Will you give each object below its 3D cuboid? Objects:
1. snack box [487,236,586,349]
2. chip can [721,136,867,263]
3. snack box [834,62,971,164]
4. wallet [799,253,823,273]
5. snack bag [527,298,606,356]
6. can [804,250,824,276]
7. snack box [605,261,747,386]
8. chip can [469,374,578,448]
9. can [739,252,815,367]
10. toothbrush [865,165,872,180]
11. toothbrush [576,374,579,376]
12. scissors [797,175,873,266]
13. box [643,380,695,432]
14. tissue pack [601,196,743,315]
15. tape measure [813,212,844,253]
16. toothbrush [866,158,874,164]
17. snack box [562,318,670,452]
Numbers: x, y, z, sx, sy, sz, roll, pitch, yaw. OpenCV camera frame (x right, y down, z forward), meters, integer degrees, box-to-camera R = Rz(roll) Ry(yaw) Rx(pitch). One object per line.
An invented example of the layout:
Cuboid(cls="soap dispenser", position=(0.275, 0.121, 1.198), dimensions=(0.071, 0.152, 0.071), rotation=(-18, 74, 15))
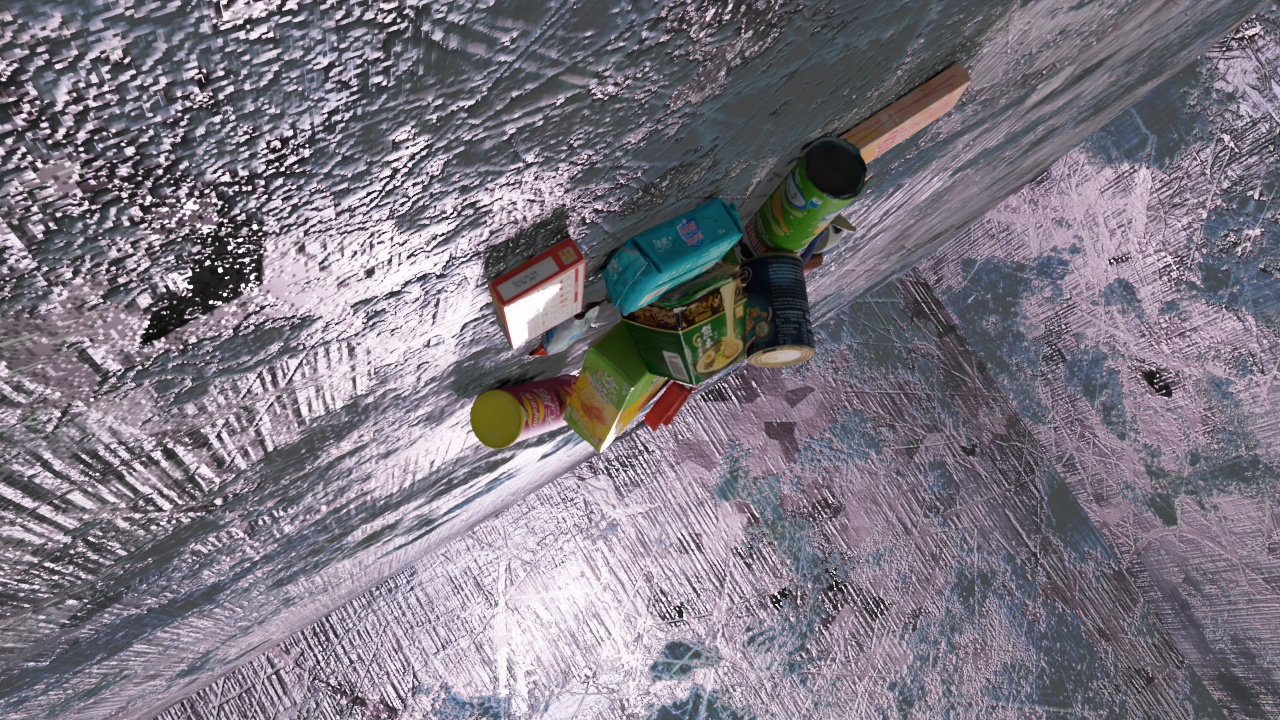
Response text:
Cuboid(cls="snack box", position=(-0.087, -0.054, 0.793), dimensions=(0.077, 0.027, 0.156), rotation=(-30, 172, -10))
Cuboid(cls="chip can", position=(0.161, -0.153, 1.003), dimensions=(0.072, 0.072, 0.237), rotation=(-29, 171, -23))
Cuboid(cls="snack box", position=(0.270, -0.251, 0.979), dimensions=(0.157, 0.026, 0.084), rotation=(-33, 173, 2))
Cuboid(cls="wallet", position=(0.162, -0.112, 1.191), dimensions=(0.125, 0.032, 0.101), rotation=(-18, 173, 38))
Cuboid(cls="snack bag", position=(-0.078, -0.033, 0.971), dimensions=(0.048, 0.026, 0.104), rotation=(-34, 175, -45))
Cuboid(cls="can", position=(0.208, -0.144, 1.269), dimensions=(0.066, 0.066, 0.094), rotation=(-29, 172, -21))
Cuboid(cls="snack box", position=(0.049, -0.037, 0.974), dimensions=(0.117, 0.106, 0.118), rotation=(-27, -156, -30))
Cuboid(cls="chip can", position=(-0.136, 0.061, 1.180), dimensions=(0.071, 0.071, 0.210), rotation=(-35, 173, 19))
Cuboid(cls="can", position=(0.148, -0.053, 1.005), dimensions=(0.075, 0.111, 0.075), rotation=(-5, 162, -2))
Cuboid(cls="toothbrush", position=(0.281, -0.227, 1.238), dimensions=(0.016, 0.016, 0.180), rotation=(-30, 175, -5))
Cuboid(cls="toothbrush", position=(-0.145, 0.059, 1.349), dimensions=(0.180, 0.018, 0.016), rotation=(-29, 175, -16))
Cuboid(cls="scissors", position=(0.211, -0.161, 1.039), dimensions=(0.163, 0.012, 0.174), rotation=(-58, -163, 35))
Cuboid(cls="box", position=(0.077, 0.016, 1.260), dimensions=(0.158, 0.039, 0.200), rotation=(-52, 177, 16))
Cuboid(cls="tissue pack", position=(0.031, -0.102, 0.878), dimensions=(0.133, 0.050, 0.093), rotation=(-28, 171, -32))
Cuboid(cls="tape measure", position=(0.223, -0.170, 1.160), dimensions=(0.033, 0.066, 0.066), rotation=(-26, 171, -35))
Cuboid(cls="toothbrush", position=(0.218, -0.206, 1.114), dimensions=(0.189, 0.014, 0.016), rotation=(-34, 169, 11))
Cuboid(cls="snack box", position=(-0.007, 0.007, 1.123), dimensions=(0.157, 0.070, 0.211), rotation=(-44, 171, -28))
